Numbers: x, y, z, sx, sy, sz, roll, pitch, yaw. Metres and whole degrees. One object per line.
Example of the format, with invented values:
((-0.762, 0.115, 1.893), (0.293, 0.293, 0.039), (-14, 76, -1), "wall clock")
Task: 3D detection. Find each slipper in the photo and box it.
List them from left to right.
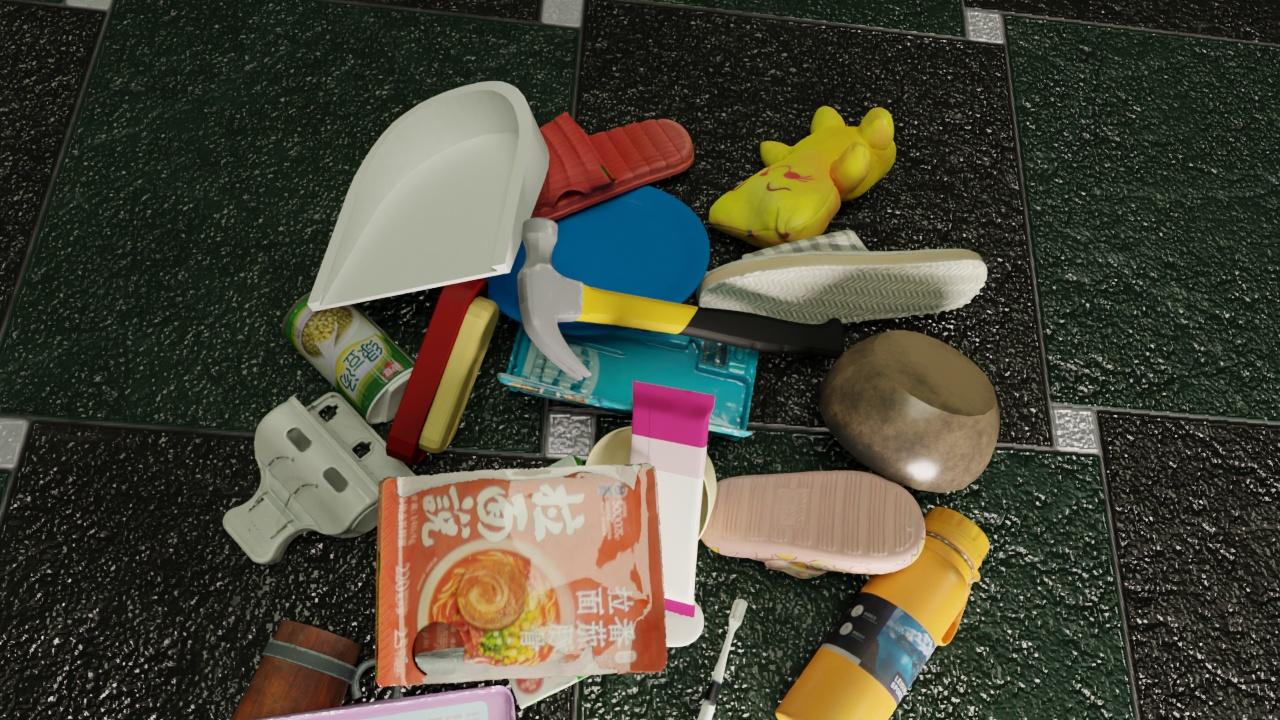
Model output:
((-0.060, -0.205, 0.919), (0.248, 0.059, 0.103), (-21, 55, -18), "slipper")
((0.149, 0.149, 0.809), (0.197, 0.081, 0.093), (2, 51, 20), "slipper")
((0.189, -0.076, 0.875), (0.273, 0.115, 0.054), (-4, 62, 2), "slipper")

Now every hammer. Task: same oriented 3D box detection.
((0.047, -0.035, 0.806), (0.323, 0.029, 0.127), (8, 76, -26), "hammer")

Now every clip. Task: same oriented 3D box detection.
((-0.283, 0.102, 0.776), (0.126, 0.105, 0.151), (44, 60, 14), "clip")

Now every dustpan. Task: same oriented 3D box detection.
((-0.185, -0.164, 0.836), (0.192, 0.053, 0.257), (-9, 42, 19), "dustpan")

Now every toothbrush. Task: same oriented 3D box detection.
((0.058, 0.290, 0.772), (0.012, 0.017, 0.186), (20, 68, 5), "toothbrush")

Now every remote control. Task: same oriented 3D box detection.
((-0.013, 0.223, 0.792), (0.136, 0.013, 0.043), (3, 68, -5), "remote control")

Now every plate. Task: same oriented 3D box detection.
((-0.046, -0.098, 0.882), (0.224, 0.024, 0.223), (-2, 47, 2), "plate")

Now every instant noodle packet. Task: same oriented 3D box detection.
((-0.091, 0.170, 0.734), (0.221, 0.084, 0.164), (-4, 74, 6), "instant noodle packet")

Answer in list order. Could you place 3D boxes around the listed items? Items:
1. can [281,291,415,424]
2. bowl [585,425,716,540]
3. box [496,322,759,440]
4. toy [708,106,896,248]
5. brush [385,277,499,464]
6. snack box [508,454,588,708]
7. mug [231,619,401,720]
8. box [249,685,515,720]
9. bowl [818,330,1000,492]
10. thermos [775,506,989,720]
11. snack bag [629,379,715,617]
((-0.257, -0.005, 0.825), (0.121, 0.067, 0.067), (42, 70, 10), "can")
((0.019, 0.104, 0.804), (0.118, 0.118, 0.073), (43, 27, 11), "bowl")
((-0.009, 0.024, 0.835), (0.227, 0.087, 0.168), (13, 32, -1), "box")
((0.168, -0.177, 0.931), (0.193, 0.087, 0.135), (-43, 36, -23), "toy")
((-0.167, 0.009, 0.797), (0.042, 0.082, 0.173), (21, 93, 0), "brush")
((-0.075, 0.183, 0.769), (0.132, 0.027, 0.168), (-29, 73, 8), "snack box")
((-0.255, 0.274, 0.718), (0.117, 0.082, 0.111), (25, 63, -15), "mug")
((-0.184, 0.326, 0.673), (0.213, 0.041, 0.151), (5, 57, -33), "box")
((0.247, 0.036, 0.824), (0.162, 0.070, 0.162), (14, 36, -10), "bowl")
((0.214, 0.234, 0.787), (0.076, 0.091, 0.232), (27, 65, 35), "thermos")
((0.020, 0.116, 0.753), (0.070, 0.016, 0.197), (10, 107, 21), "snack bag")
